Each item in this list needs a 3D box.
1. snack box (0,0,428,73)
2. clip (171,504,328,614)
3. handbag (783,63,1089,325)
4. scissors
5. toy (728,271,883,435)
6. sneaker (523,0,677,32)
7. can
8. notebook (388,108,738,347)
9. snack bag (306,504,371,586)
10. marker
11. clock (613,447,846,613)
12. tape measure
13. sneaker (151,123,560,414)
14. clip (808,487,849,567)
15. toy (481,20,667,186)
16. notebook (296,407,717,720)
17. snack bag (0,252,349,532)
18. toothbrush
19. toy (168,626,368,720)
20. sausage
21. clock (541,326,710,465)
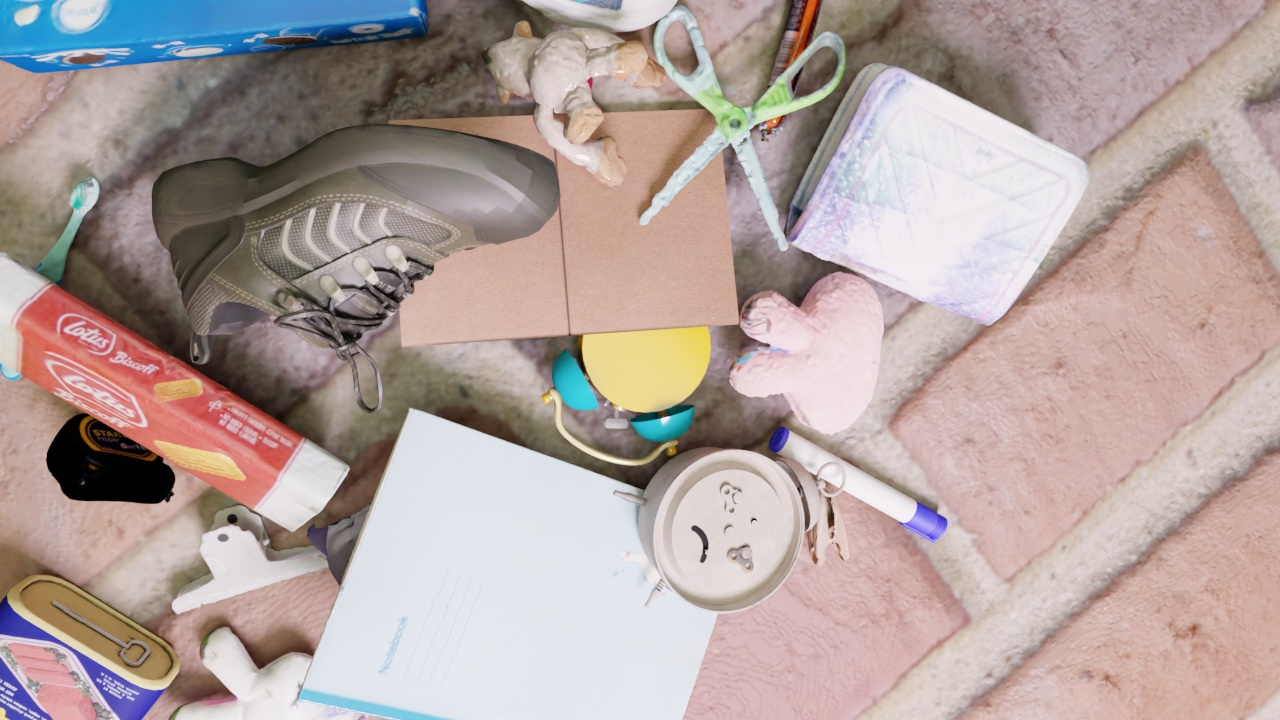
[{"bbox_3d":[-0.253,-0.275,0.512,0.238,0.056,0.195,-9,100,-8],"label":"snack box"},{"bbox_3d":[-0.258,0.126,0.586,0.101,0.045,0.056,-17,113,-6],"label":"clip"},{"bbox_3d":[0.188,-0.107,0.601,0.158,0.069,0.127,23,109,-10],"label":"handbag"},{"bbox_3d":[0.056,-0.151,0.579,0.171,0.023,0.172,-43,90,-2],"label":"scissors"},{"bbox_3d":[0.110,-0.007,0.604,0.105,0.053,0.108,6,103,-20],"label":"toy"},{"bbox_3d":[-0.067,-0.248,0.500,0.235,0.079,0.087,5,91,-32],"label":"sneaker"},{"bbox_3d":[-0.365,0.203,0.572,0.116,0.056,0.092,38,91,-12],"label":"can"},{"bbox_3d":[-0.047,-0.085,0.578,0.209,0.008,0.141,-4,84,-8],"label":"notebook"},{"bbox_3d":[-0.127,0.180,0.601,0.096,0.058,0.205,-27,101,-4],"label":"snack bag"},{"bbox_3d":[0.154,0.088,0.647,0.141,0.020,0.020,29,94,-11],"label":"marker"},{"bbox_3d":[0.067,0.100,0.607,0.156,0.061,0.103,-18,99,-17],"label":"clock"},{"bbox_3d":[-0.322,0.061,0.553,0.034,0.061,0.061,-49,59,12],"label":"tape measure"},{"bbox_3d":[-0.160,-0.045,0.507,0.238,0.101,0.143,-6,84,12],"label":"sneaker"},{"bbox_3d":[0.135,0.119,0.647,0.052,0.026,0.059,27,95,-13],"label":"clip"},{"bbox_3d":[-0.049,-0.163,0.554,0.106,0.074,0.085,23,100,11],"label":"toy"},{"bbox_3d":[-0.061,0.156,0.586,0.253,0.009,0.181,23,83,-24],"label":"notebook"},{"bbox_3d":[-0.283,0.024,0.538,0.225,0.078,0.041,35,53,-18],"label":"snack bag"},{"bbox_3d":[-0.357,-0.048,0.553,0.022,0.017,0.135,24,94,-15],"label":"toothbrush"},{"bbox_3d":[-0.239,0.225,0.603,0.122,0.038,0.079,15,89,-13],"label":"toy"},{"bbox_3d":[0.103,-0.217,0.592,0.020,0.020,0.155,14,97,-10],"label":"sausage"},{"bbox_3d":[-0.004,0.003,0.601,0.099,0.044,0.129,23,88,-11],"label":"clock"}]
